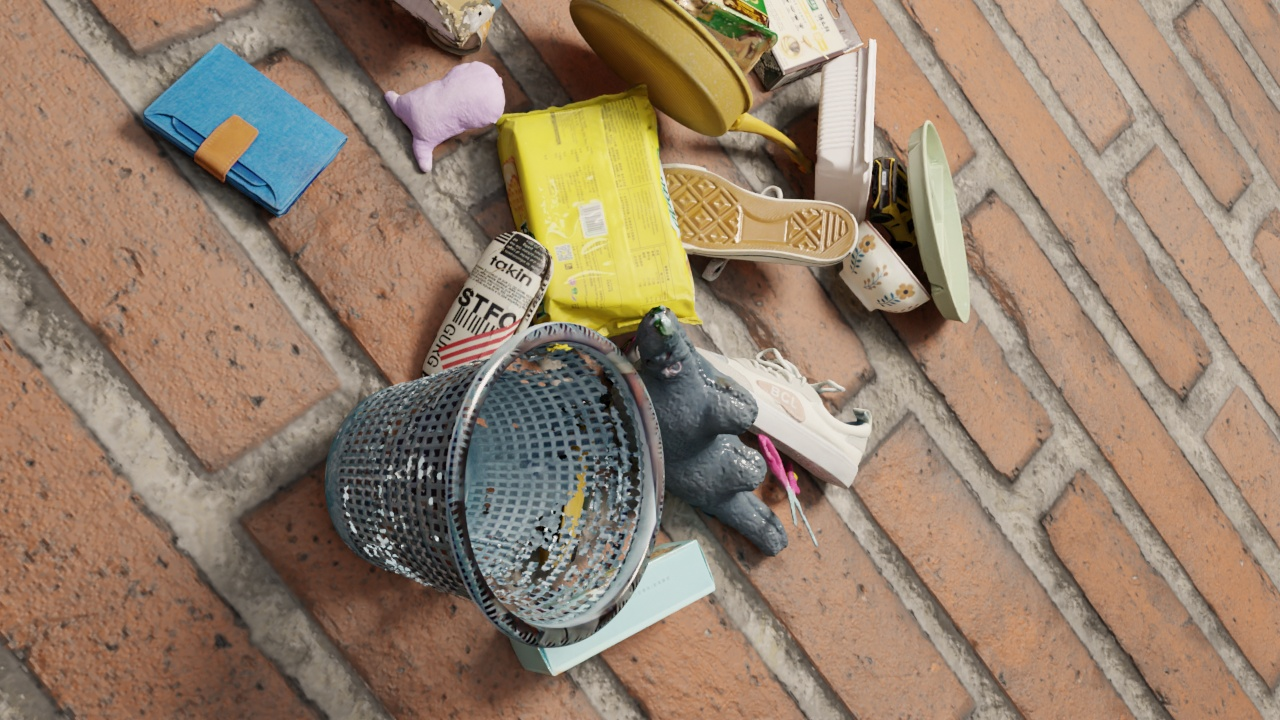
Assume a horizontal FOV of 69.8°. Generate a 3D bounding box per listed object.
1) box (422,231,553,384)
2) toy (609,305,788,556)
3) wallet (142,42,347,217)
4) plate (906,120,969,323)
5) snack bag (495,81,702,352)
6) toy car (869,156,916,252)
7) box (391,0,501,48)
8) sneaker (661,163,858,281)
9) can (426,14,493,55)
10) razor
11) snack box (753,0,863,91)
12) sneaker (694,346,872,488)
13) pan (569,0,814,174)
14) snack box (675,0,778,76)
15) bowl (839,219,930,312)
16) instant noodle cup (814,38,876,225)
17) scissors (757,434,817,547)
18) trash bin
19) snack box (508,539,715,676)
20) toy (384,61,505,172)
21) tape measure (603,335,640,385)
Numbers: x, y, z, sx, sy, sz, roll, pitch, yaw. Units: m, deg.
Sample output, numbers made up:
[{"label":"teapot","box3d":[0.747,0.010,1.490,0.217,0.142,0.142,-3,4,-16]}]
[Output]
[{"label":"box","box3d":[-0.136,-0.037,0.803,0.072,0.060,0.164,26,87,-2]},{"label":"toy","box3d":[0.042,0.062,0.821,0.091,0.138,0.357,-52,141,-23]},{"label":"wallet","box3d":[-0.336,-0.197,0.785,0.133,0.040,0.106,36,60,-12]},{"label":"plate","box3d":[0.335,-0.153,1.030,0.230,0.028,0.230,29,56,-58]},{"label":"snack bag","box3d":[-0.042,-0.136,0.867,0.158,0.068,0.246,-12,82,-8]},{"label":"toy car","box3d":[0.291,-0.175,1.033,0.155,0.041,0.071,29,63,-58]},{"label":"box","box3d":[-0.213,-0.362,0.821,0.184,0.090,0.062,41,84,18]},{"label":"sneaker","box3d":[0.100,-0.139,0.949,0.241,0.088,0.118,10,83,2]},{"label":"can","box3d":[-0.164,-0.375,0.898,0.058,0.058,0.145,19,70,-20]},{"label":"razor","box3d":[-0.066,0.103,0.829,0.067,0.062,0.167,25,70,-53]},{"label":"snack box","box3d":[0.177,-0.388,1.066,0.125,0.053,0.113,-27,89,-29]},{"label":"sneaker","box3d":[0.136,0.035,0.916,0.242,0.090,0.090,32,81,-19]},{"label":"pan","box3d":[0.073,-0.269,0.928,0.078,0.198,0.357,-52,135,1]},{"label":"snack box","box3d":[0.075,-0.367,0.986,0.117,0.118,0.105,19,60,-20]},{"label":"bowl","box3d":[0.262,-0.094,1.017,0.062,0.113,0.113,-41,98,15]},{"label":"instant noodle cup","box3d":[0.227,-0.251,1.022,0.060,0.138,0.173,5,73,11]},{"label":"scissors","box3d":[0.144,0.124,0.893,0.017,0.133,0.133,-24,105,13]},{"label":"trash bin","box3d":[-0.123,0.089,0.701,0.226,0.195,0.226,5,84,-53]},{"label":"snack box","box3d":[-0.025,0.214,0.806,0.174,0.074,0.051,-20,87,-28]},{"label":"toy","box3d":[-0.175,-0.233,0.851,0.108,0.039,0.084,-24,91,5]},{"label":"tape measure","box3d":[-0.005,0.005,0.878,0.039,0.057,0.058,43,95,-9]}]
